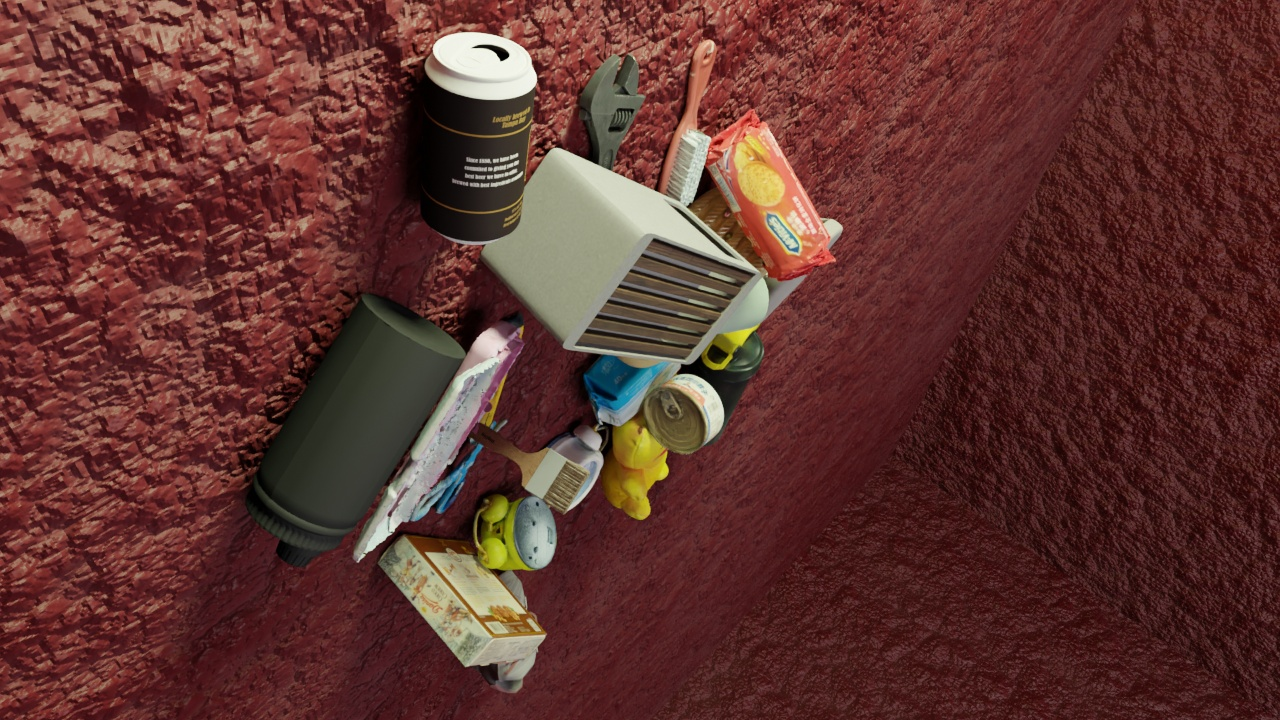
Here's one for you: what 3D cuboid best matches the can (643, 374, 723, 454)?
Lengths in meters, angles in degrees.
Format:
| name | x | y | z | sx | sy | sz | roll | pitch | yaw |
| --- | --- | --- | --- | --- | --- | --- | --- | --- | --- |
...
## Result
| name | x | y | z | sx | sy | sz | roll | pitch | yaw |
| --- | --- | --- | --- | --- | --- | --- | --- | --- | --- |
| can | 0.050 | 0.061 | 1.056 | 0.043 | 0.086 | 0.086 | -33 | 150 | -47 |

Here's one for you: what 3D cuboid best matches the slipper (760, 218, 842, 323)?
| name | x | y | z | sx | sy | sz | roll | pitch | yaw |
| --- | --- | --- | --- | --- | --- | --- | --- | --- | --- |
| slipper | 0.174 | -0.123 | 1.223 | 0.112 | 0.080 | 0.266 | -38 | 171 | -20 |

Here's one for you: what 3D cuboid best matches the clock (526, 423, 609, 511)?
| name | x | y | z | sx | sy | sz | roll | pitch | yaw |
| --- | --- | --- | --- | --- | --- | --- | --- | --- | --- |
| clock | -0.081 | 0.125 | 1.100 | 0.125 | 0.052 | 0.089 | -46 | 155 | -25 |

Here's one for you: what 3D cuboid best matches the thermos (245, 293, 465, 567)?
| name | x | y | z | sx | sy | sz | roll | pitch | yaw |
| --- | --- | --- | --- | --- | --- | --- | --- | --- | --- |
| thermos | -0.219 | 0.057 | 0.683 | 0.199 | 0.086 | 0.086 | -56 | 157 | 7 |

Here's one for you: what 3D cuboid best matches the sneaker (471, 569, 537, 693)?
| name | x | y | z | sx | sy | sz | roll | pitch | yaw |
| --- | --- | --- | --- | --- | --- | --- | --- | --- | --- |
| sneaker | -0.174 | 0.369 | 1.215 | 0.099 | 0.089 | 0.237 | -37 | 153 | -34 |

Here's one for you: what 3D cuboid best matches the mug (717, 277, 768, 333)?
| name | x | y | z | sx | sy | sz | roll | pitch | yaw |
| --- | --- | --- | --- | --- | --- | --- | --- | --- | --- |
| mug | 0.094 | -0.085 | 1.098 | 0.103 | 0.084 | 0.111 | -11 | 129 | -43 |

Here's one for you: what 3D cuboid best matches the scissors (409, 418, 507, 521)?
| name | x | y | z | sx | sy | sz | roll | pitch | yaw |
| --- | --- | --- | --- | --- | --- | --- | --- | --- | --- |
| scissors | -0.176 | 0.110 | 0.919 | 0.139 | 0.013 | 0.118 | -51 | 171 | -15 |

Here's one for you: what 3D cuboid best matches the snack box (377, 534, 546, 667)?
| name | x | y | z | sx | sy | sz | roll | pitch | yaw |
| --- | --- | --- | --- | --- | --- | --- | --- | --- | --- |
| snack box | -0.181 | 0.247 | 0.954 | 0.041 | 0.147 | 0.143 | -48 | 158 | 1 |

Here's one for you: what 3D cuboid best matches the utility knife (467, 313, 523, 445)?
| name | x | y | z | sx | sy | sz | roll | pitch | yaw |
| --- | --- | --- | --- | --- | --- | --- | --- | --- | --- |
| utility knife | -0.141 | 0.023 | 0.884 | 0.030 | 0.017 | 0.159 | -13 | 139 | -45 |

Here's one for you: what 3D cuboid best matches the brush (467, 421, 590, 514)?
| name | x | y | z | sx | sy | sz | roll | pitch | yaw |
| --- | --- | --- | --- | --- | --- | --- | --- | --- | --- |
| brush | -0.117 | 0.089 | 0.855 | 0.045 | 0.143 | 0.008 | -59 | 160 | -10 |

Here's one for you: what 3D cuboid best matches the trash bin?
| name | x | y | z | sx | sy | sz | roll | pitch | yaw |
| --- | --- | --- | --- | --- | --- | --- | --- | --- | --- |
| trash bin | -0.009 | -0.083 | 0.816 | 0.115 | 0.114 | 0.228 | -52 | 154 | 17 |

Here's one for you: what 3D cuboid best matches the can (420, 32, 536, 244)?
| name | x | y | z | sx | sy | sz | roll | pitch | yaw |
| --- | --- | --- | --- | --- | --- | --- | --- | --- | --- |
| can | -0.111 | -0.146 | 0.621 | 0.071 | 0.072 | 0.129 | -34 | 150 | -39 |

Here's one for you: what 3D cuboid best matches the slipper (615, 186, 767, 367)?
| name | x | y | z | sx | sy | sz | roll | pitch | yaw |
| --- | --- | --- | --- | --- | --- | --- | --- | --- | --- |
| slipper | 0.055 | -0.092 | 1.007 | 0.261 | 0.111 | 0.079 | -45 | -179 | -18 |

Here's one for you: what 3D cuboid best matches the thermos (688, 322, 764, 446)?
| name | x | y | z | sx | sy | sz | roll | pitch | yaw |
| --- | --- | --- | --- | --- | --- | --- | --- | --- | --- |
| thermos | 0.104 | 0.031 | 1.273 | 0.097 | 0.098 | 0.221 | -37 | 157 | -35 |

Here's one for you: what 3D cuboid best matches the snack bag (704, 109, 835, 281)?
| name | x | y | z | sx | sy | sz | roll | pitch | yaw |
| --- | --- | --- | --- | --- | --- | --- | --- | --- | --- |
| snack bag | 0.130 | -0.165 | 0.952 | 0.082 | 0.176 | 0.082 | -30 | -174 | 3 |

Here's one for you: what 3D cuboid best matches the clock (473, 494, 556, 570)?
| name | x | y | z | sx | sy | sz | roll | pitch | yaw |
| --- | --- | --- | --- | --- | --- | --- | --- | --- | --- |
| clock | -0.145 | 0.194 | 1.032 | 0.119 | 0.057 | 0.083 | 29 | 54 | -54 |

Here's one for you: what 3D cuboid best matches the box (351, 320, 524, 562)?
| name | x | y | z | sx | sy | sz | roll | pitch | yaw |
| --- | --- | --- | --- | --- | --- | --- | --- | --- | --- |
| box | -0.171 | 0.066 | 0.771 | 0.202 | 0.037 | 0.152 | -56 | 180 | 20 |

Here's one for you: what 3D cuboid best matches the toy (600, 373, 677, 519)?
| name | x | y | z | sx | sy | sz | roll | pitch | yaw |
| --- | --- | --- | --- | --- | --- | --- | --- | --- | --- |
| toy | 0.000 | 0.104 | 1.178 | 0.194 | 0.087 | 0.134 | 100 | 17 | -49 |

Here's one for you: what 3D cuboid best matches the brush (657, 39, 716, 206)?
| name | x | y | z | sx | sy | sz | roll | pitch | yaw |
| --- | --- | --- | --- | --- | --- | --- | --- | --- | --- |
| brush | 0.052 | -0.222 | 0.885 | 0.040 | 0.030 | 0.173 | -33 | 149 | -41 |

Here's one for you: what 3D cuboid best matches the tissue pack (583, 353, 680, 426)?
| name | x | y | z | sx | sy | sz | roll | pitch | yaw |
| --- | --- | --- | --- | --- | --- | --- | --- | --- | --- |
| tissue pack | -0.006 | 0.006 | 1.057 | 0.144 | 0.062 | 0.093 | -45 | 161 | -14 |

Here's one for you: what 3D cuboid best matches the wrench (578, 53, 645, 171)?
| name | x | y | z | sx | sy | sz | roll | pitch | yaw |
| --- | --- | --- | --- | --- | --- | --- | --- | --- | --- |
| wrench | -0.038 | -0.151 | 0.830 | 0.072 | 0.018 | 0.274 | -36 | 153 | -36 |
